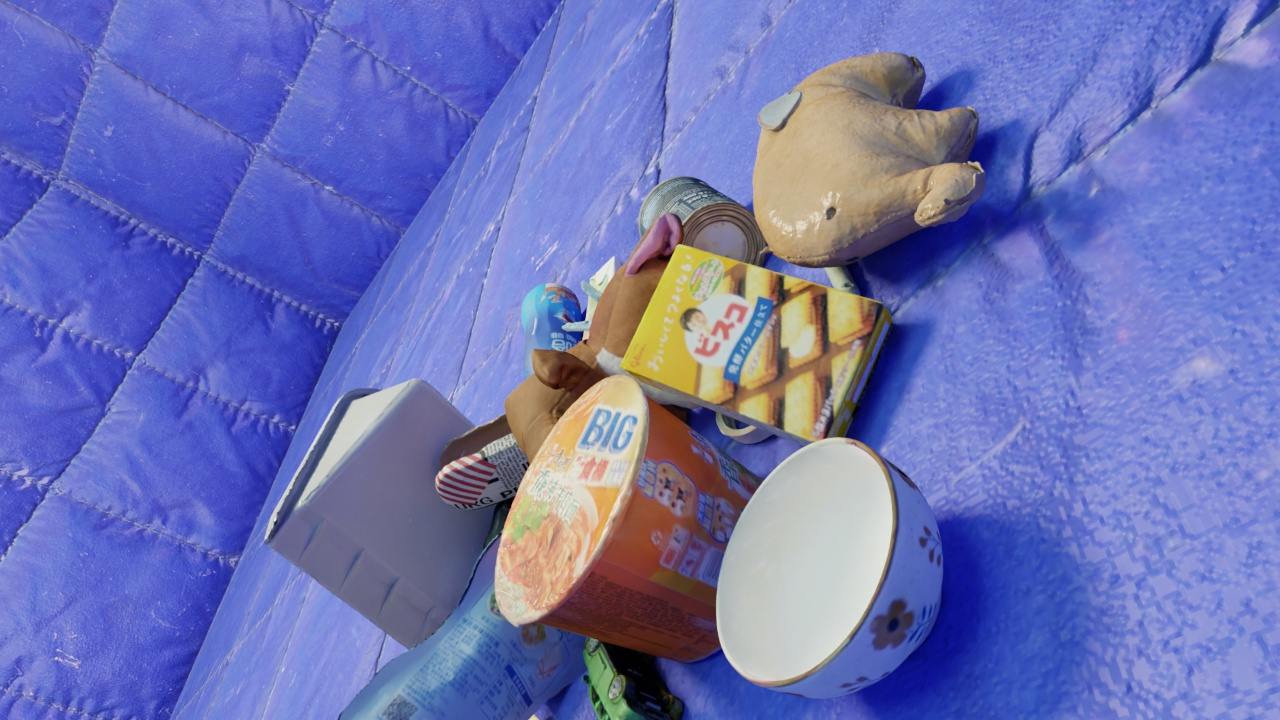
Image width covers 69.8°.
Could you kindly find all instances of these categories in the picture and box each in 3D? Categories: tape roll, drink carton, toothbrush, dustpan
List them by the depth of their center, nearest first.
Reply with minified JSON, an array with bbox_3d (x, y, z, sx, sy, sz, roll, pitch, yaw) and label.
[{"bbox_3d":[0.081,0.013,0.598,0.086,0.014,0.085,-47,25,31],"label":"tape roll"},{"bbox_3d":[0.121,-0.091,0.633,0.189,0.029,0.020,-97,-1,-54],"label":"toothbrush"},{"bbox_3d":[-0.018,-0.036,0.822,0.046,0.053,0.122,-41,29,34],"label":"drink carton"},{"bbox_3d":[-0.211,0.134,0.828,0.143,0.222,0.256,-21,32,40],"label":"dustpan"}]

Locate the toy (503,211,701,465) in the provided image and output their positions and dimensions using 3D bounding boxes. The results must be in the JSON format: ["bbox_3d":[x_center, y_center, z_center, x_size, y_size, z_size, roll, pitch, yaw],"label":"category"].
[{"bbox_3d":[-0.004,0.004,0.640,0.130,0.140,0.199,36,91,31],"label":"toy"}]

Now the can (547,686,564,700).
[{"bbox_3d":[-0.093,0.206,0.680,0.058,0.058,0.116,-64,22,-9],"label":"can"}]

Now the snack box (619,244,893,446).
[{"bbox_3d":[0.066,-0.009,0.538,0.140,0.033,0.087,21,81,33],"label":"snack box"}]

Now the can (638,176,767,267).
[{"bbox_3d":[0.047,-0.100,0.728,0.075,0.075,0.111,-56,23,10],"label":"can"}]

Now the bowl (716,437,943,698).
[{"bbox_3d":[0.091,0.098,0.407,0.114,0.062,0.113,-48,24,29],"label":"bowl"}]

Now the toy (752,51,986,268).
[{"bbox_3d":[0.131,-0.108,0.547,0.144,0.082,0.225,-44,28,22],"label":"toy"}]

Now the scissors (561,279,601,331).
[{"bbox_3d":[0.000,-0.037,0.749,0.134,0.017,0.113,41,90,29],"label":"scissors"}]

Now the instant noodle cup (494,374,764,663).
[{"bbox_3d":[0.001,0.100,0.535,0.152,0.111,0.151,-47,26,31],"label":"instant noodle cup"}]

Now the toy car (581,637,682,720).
[{"bbox_3d":[-0.009,0.191,0.536,0.036,0.043,0.091,-58,22,7],"label":"toy car"}]

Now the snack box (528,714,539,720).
[{"bbox_3d":[-0.077,0.268,0.569,0.075,0.025,0.153,-34,14,-20],"label":"snack box"}]

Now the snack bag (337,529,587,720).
[{"bbox_3d":[-0.087,0.184,0.565,0.190,0.110,0.039,-48,13,-34],"label":"snack bag"}]

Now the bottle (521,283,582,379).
[{"bbox_3d":[-0.086,-0.006,0.916,0.065,0.065,0.218,-52,23,21],"label":"bottle"}]

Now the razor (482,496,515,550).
[{"bbox_3d":[-0.077,0.159,0.717,0.067,0.062,0.167,-32,23,-15],"label":"razor"}]

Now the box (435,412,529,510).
[{"bbox_3d":[-0.091,0.070,0.750,0.163,0.076,0.088,-24,-5,-2],"label":"box"}]
